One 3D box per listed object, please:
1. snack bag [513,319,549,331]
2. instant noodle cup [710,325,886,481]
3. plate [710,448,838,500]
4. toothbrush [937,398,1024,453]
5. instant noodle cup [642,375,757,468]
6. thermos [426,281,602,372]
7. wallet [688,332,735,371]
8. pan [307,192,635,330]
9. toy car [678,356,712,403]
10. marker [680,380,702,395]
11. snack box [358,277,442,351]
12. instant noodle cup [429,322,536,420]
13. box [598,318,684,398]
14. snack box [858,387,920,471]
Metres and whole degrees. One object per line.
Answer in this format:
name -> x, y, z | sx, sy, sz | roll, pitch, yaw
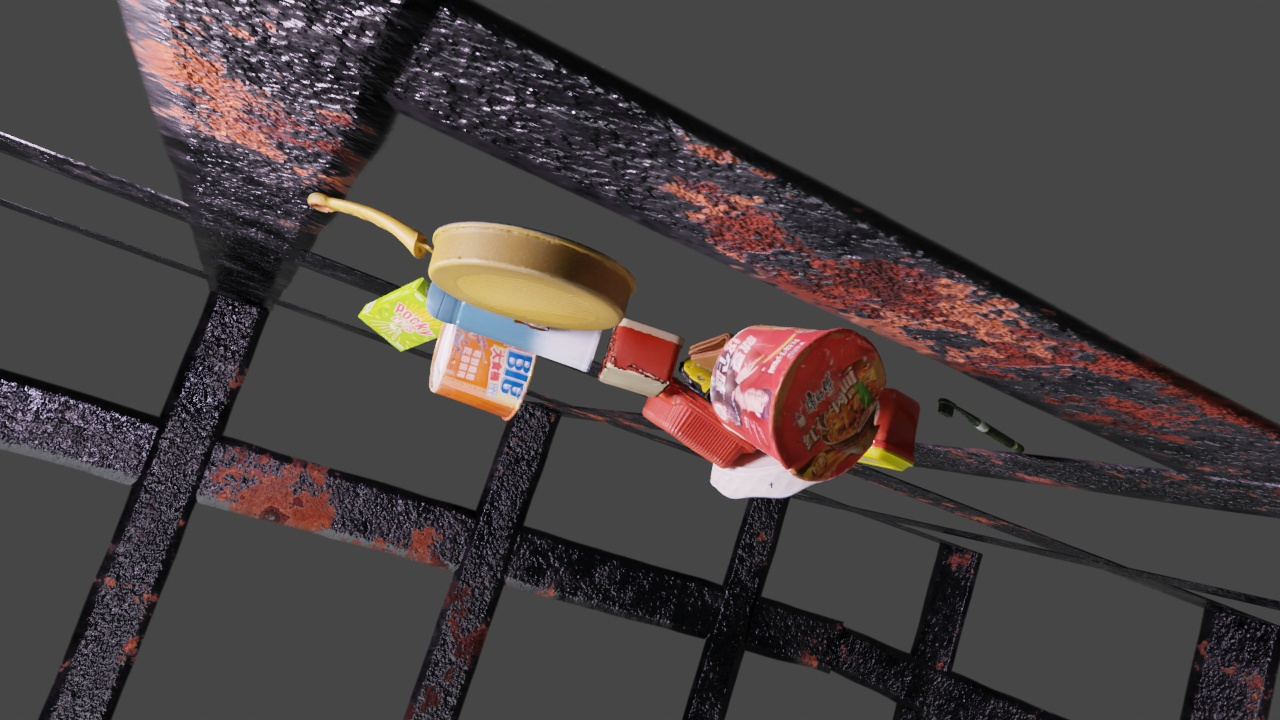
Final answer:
snack bag -> -0.125, -0.062, 1.075 | 0.045, 0.026, 0.105 | 15, 155, -3
instant noodle cup -> 0.136, 0.029, 0.837 | 0.137, 0.138, 0.109 | 24, 178, -36
plate -> 0.197, 0.136, 1.321 | 0.205, 0.045, 0.204 | -15, -165, 4
toothbrush -> 0.371, 0.075, 0.994 | 0.185, 0.017, 0.012 | 25, 162, -40
instant noodle cup -> 0.078, 0.082, 1.289 | 0.188, 0.079, 0.164 | 36, 177, -20
thermos -> -0.158, -0.050, 1.153 | 0.220, 0.070, 0.070 | 19, 172, -7
wallet -> 0.130, 0.007, 1.021 | 0.131, 0.031, 0.108 | 21, 168, -17
pan -> -0.177, -0.106, 0.900 | 0.358, 0.078, 0.198 | 9, 167, 13
toy car -> 0.118, 0.031, 1.100 | 0.155, 0.041, 0.071 | 19, -153, -24
marker -> 0.054, 0.037, 1.422 | 0.146, 0.017, 0.017 | 14, 171, 26
snack box -> -0.329, -0.063, 1.315 | 0.157, 0.026, 0.086 | -15, 130, 42
instant noodle cup -> -0.213, -0.003, 1.232 | 0.111, 0.151, 0.151 | 15, 173, -20
box -> -0.006, 0.007, 1.146 | 0.091, 0.078, 0.168 | 18, 171, -3
snack box -> 0.252, 0.070, 0.999 | 0.082, 0.080, 0.091 | 24, 170, -40
